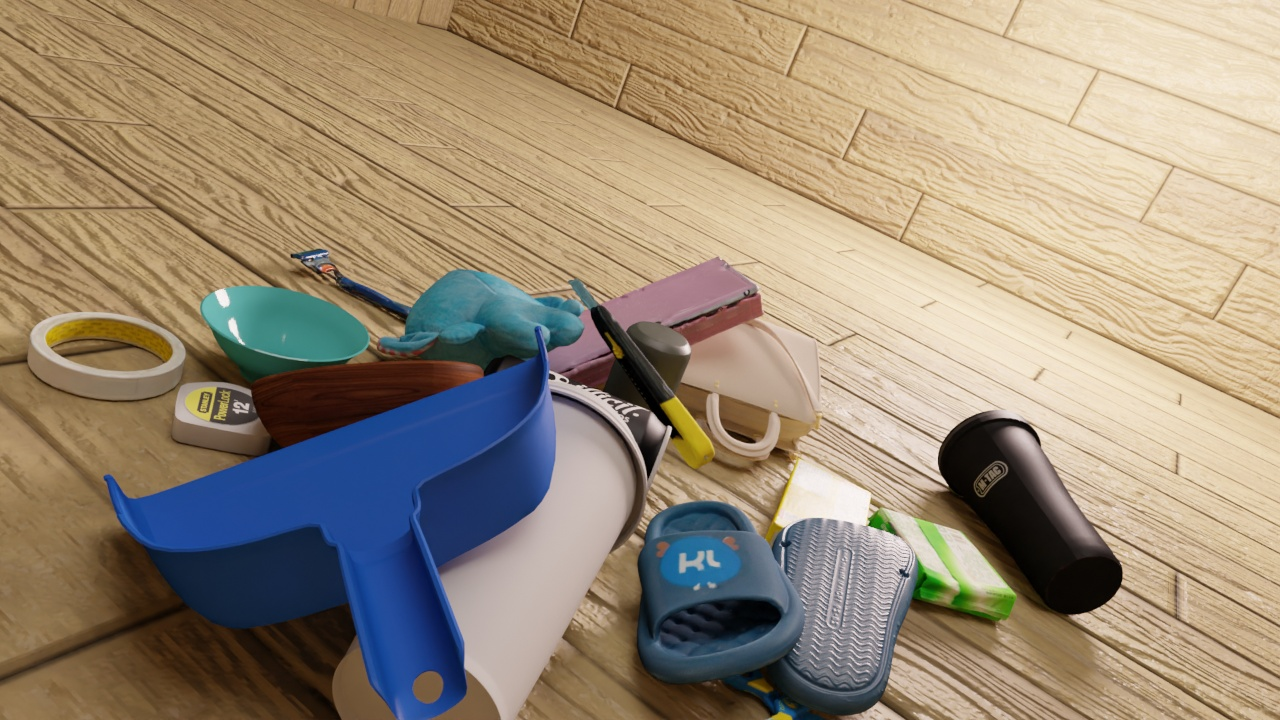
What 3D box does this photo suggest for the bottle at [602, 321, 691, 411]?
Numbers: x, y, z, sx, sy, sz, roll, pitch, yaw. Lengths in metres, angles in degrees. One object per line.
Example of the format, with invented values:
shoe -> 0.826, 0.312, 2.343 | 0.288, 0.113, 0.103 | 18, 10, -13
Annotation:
bottle -> 0.000, 0.024, 0.796 | 0.060, 0.109, 0.060 | 19, 21, -8

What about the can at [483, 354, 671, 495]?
can -> -0.057, 0.056, 0.702 | 0.146, 0.080, 0.080 | 22, 21, 0

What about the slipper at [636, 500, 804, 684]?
slipper -> 0.047, 0.136, 0.597 | 0.104, 0.059, 0.213 | -7, 16, 1

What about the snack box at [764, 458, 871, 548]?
snack box -> 0.156, 0.136, 0.792 | 0.075, 0.025, 0.152 | 25, 21, 10

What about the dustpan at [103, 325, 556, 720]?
dustpan -> -0.120, 0.072, 0.418 | 0.245, 0.060, 0.257 | -20, 34, -16

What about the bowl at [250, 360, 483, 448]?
bowl -> -0.175, 0.045, 0.604 | 0.147, 0.069, 0.147 | -6, -7, -1

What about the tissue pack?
tissue pack -> 0.254, 0.172, 0.787 | 0.099, 0.034, 0.114 | 19, 20, -15

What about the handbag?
handbag -> 0.090, 0.030, 0.918 | 0.194, 0.101, 0.197 | 18, 33, -9

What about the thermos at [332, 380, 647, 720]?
thermos -> -0.077, 0.110, 0.506 | 0.131, 0.132, 0.221 | 22, 28, 2

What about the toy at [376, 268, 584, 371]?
toy -> -0.119, -0.018, 0.790 | 0.183, 0.115, 0.181 | -15, 20, -40

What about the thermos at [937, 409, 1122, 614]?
thermos -> 0.378, 0.144, 0.897 | 0.105, 0.106, 0.218 | 16, 26, -14

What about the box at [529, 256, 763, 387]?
box -> -0.003, -0.035, 0.879 | 0.232, 0.041, 0.098 | -22, 39, -13

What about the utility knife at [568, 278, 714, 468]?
utility knife -> -0.004, 0.004, 0.745 | 0.020, 0.029, 0.197 | -25, 68, -29

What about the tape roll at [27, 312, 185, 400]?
tape roll -> -0.367, -0.004, 0.633 | 0.094, 0.019, 0.094 | 19, 20, -7

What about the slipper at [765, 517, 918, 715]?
slipper -> 0.133, 0.171, 0.639 | 0.104, 0.059, 0.213 | 17, 25, 14

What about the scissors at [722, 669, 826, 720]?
scissors -> 0.088, 0.212, 0.552 | 0.125, 0.016, 0.125 | 24, 20, 3

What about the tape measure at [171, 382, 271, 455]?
tape measure -> -0.279, 0.037, 0.619 | 0.065, 0.017, 0.064 | 12, 23, -24

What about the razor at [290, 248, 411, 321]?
razor -> -0.273, -0.070, 0.891 | 0.141, 0.018, 0.043 | 30, 21, 11

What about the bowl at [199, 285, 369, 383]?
bowl -> -0.273, -0.010, 0.699 | 0.121, 0.046, 0.121 | 19, 21, -8
